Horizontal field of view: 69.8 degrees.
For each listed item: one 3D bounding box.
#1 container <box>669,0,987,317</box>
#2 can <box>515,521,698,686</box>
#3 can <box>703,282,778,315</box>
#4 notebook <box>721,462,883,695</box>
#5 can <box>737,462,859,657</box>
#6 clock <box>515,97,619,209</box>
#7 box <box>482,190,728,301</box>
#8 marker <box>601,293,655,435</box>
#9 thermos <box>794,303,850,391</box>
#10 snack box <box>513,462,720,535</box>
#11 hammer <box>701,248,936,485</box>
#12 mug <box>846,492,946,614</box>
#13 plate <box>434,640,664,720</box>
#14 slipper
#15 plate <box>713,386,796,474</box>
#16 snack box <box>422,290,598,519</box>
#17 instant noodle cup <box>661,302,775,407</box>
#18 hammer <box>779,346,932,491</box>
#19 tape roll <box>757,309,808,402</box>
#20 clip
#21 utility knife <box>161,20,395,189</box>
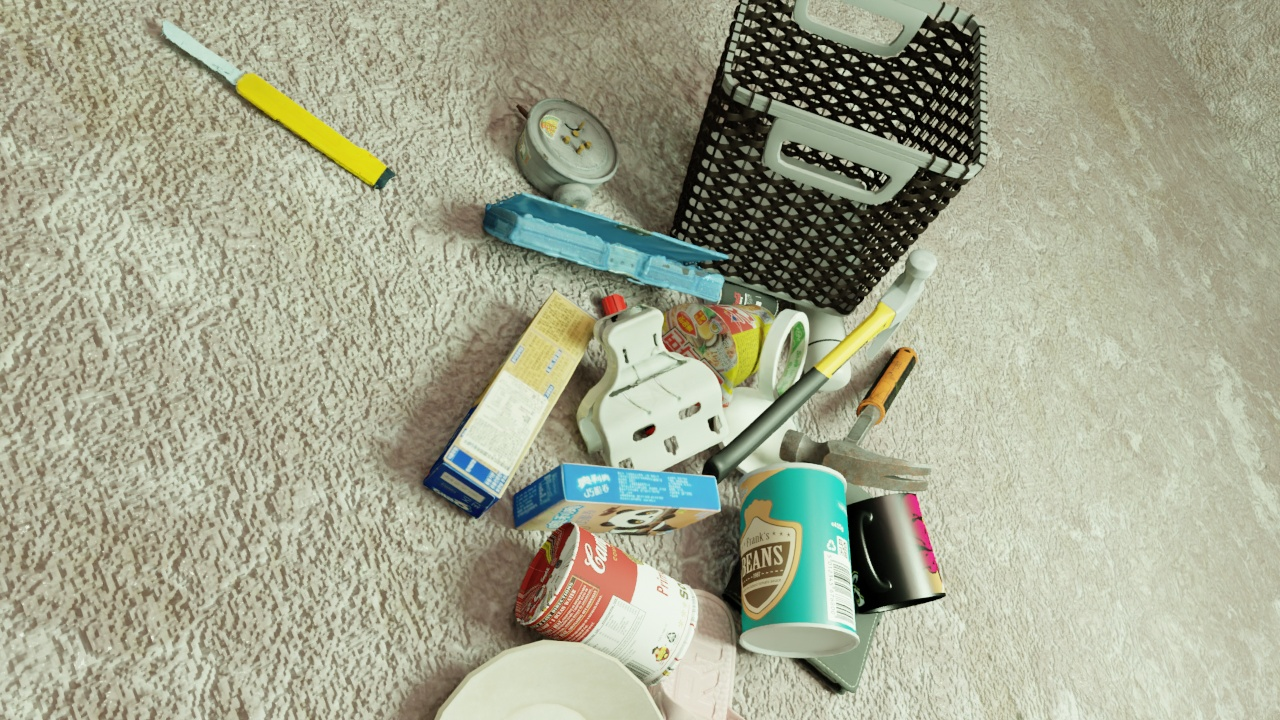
[{"bbox_3d":[0.180,-0.225,0.952,0.247,0.244,0.244,18,54,-4],"label":"container"},{"bbox_3d":[-0.026,0.192,0.722,0.116,0.087,0.086,33,51,-17],"label":"can"},{"bbox_3d":[0.109,-0.064,0.996,0.080,0.032,0.031,9,61,-32],"label":"can"},{"bbox_3d":[0.180,0.198,0.910,0.169,0.030,0.208,40,52,-9],"label":"notebook"},{"bbox_3d":[0.137,0.177,0.811,0.099,0.100,0.143,21,54,-26],"label":"can"},{"bbox_3d":[-0.072,-0.200,0.922,0.103,0.056,0.147,6,61,-33],"label":"clock"},{"bbox_3d":[-0.030,-0.114,0.882,0.231,0.093,0.054,13,101,-29],"label":"box"},{"bbox_3d":[-0.005,0.005,0.883,0.023,0.021,0.145,-3,68,-45],"label":"marker"},{"bbox_3d":[0.203,-0.071,1.054,0.052,0.052,0.223,15,58,-29],"label":"thermos"},{"bbox_3d":[-0.019,0.119,0.766,0.151,0.087,0.034,9,62,-33],"label":"snack box"},{"bbox_3d":[0.175,0.016,0.905,0.029,0.127,0.322,41,63,20],"label":"hammer"},{"bbox_3d":[0.228,0.183,0.868,0.118,0.082,0.098,20,53,-52],"label":"mug"},{"bbox_3d":[-0.068,0.299,0.656,0.188,0.027,0.188,7,72,-21],"label":"plate"},{"bbox_3d":[0.046,0.295,0.735,0.094,0.065,0.238,27,52,-22],"label":"slipper"},{"bbox_3d":[0.112,0.078,0.921,0.104,0.026,0.104,18,51,-25],"label":"plate"},{"bbox_3d":[-0.104,0.034,0.773,0.056,0.057,0.206,36,50,-10],"label":"snack box"},{"bbox_3d":[0.083,-0.017,0.917,0.112,0.101,0.100,-20,79,-49],"label":"instant noodle cup"},{"bbox_3d":[0.266,0.051,0.988,0.138,0.035,0.313,16,26,22],"label":"hammer"},{"bbox_3d":[0.145,-0.004,0.925,0.018,0.094,0.093,16,32,27],"label":"tape roll"},{"bbox_3d":[-0.002,0.024,0.826,0.126,0.099,0.152,-25,95,-25],"label":"clip"},{"bbox_3d":[-0.308,-0.218,0.786,0.217,0.019,0.030,37,44,-21],"label":"utility knife"}]
